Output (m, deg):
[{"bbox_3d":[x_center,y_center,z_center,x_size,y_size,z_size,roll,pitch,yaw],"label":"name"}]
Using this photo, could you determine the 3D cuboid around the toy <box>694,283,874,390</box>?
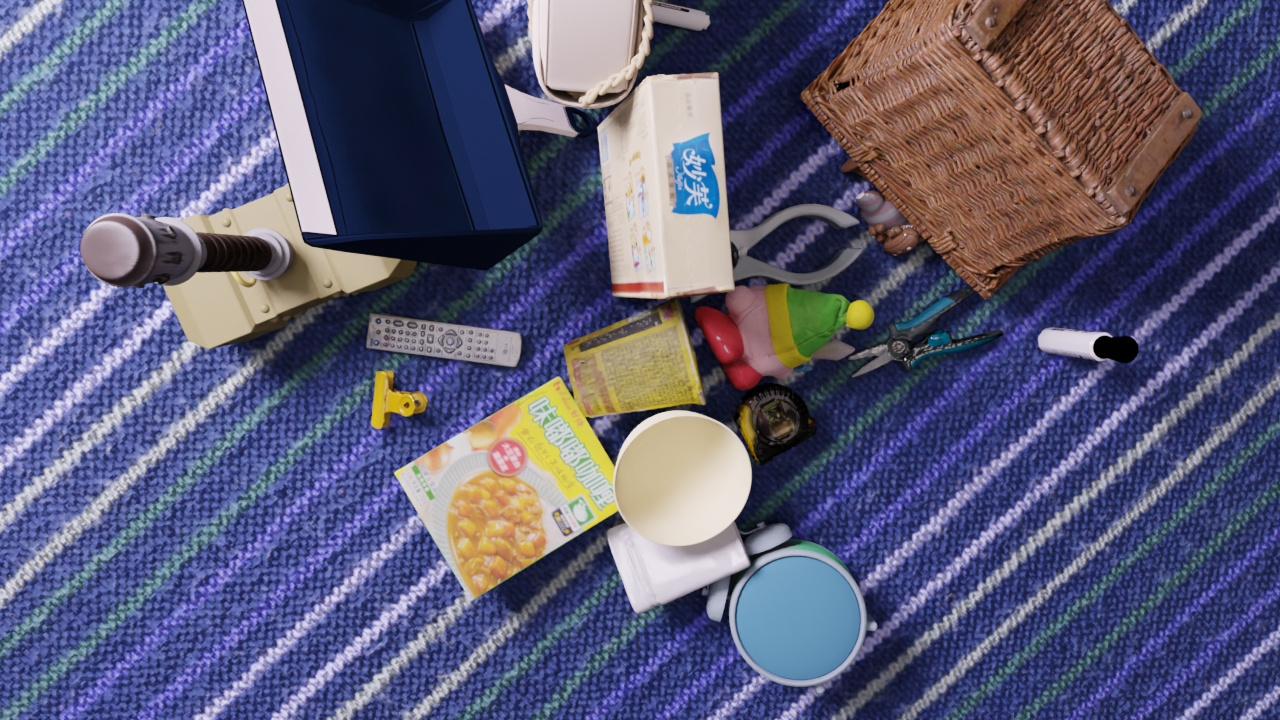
[{"bbox_3d":[0.130,-0.021,0.799,0.131,0.096,0.124,-30,125,1],"label":"toy"}]

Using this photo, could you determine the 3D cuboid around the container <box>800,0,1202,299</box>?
[{"bbox_3d":[0.296,-0.199,0.737,0.250,0.183,0.162,45,74,-9],"label":"container"}]

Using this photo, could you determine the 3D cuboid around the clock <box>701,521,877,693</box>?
[{"bbox_3d":[0.126,0.216,0.840,0.161,0.075,0.122,40,92,5],"label":"clock"}]

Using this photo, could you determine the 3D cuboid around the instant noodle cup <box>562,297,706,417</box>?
[{"bbox_3d":[-0.005,0.005,0.797,0.108,0.102,0.102,-15,96,3],"label":"instant noodle cup"}]

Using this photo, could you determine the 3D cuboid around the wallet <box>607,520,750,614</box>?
[{"bbox_3d":[0.034,0.172,0.828,0.116,0.032,0.086,-21,61,6],"label":"wallet"}]

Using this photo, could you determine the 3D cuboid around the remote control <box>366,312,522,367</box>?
[{"bbox_3d":[-0.174,-0.018,0.819,0.136,0.013,0.033,7,95,-5],"label":"remote control"}]

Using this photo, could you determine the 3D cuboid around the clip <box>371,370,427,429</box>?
[{"bbox_3d":[-0.216,0.037,0.813,0.046,0.035,0.053,7,93,2],"label":"clip"}]

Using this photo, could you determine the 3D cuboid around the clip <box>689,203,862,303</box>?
[{"bbox_3d":[0.120,-0.084,0.830,0.163,0.028,0.108,-5,94,-3],"label":"clip"}]

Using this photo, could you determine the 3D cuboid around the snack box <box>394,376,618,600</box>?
[{"bbox_3d":[-0.111,0.112,0.814,0.168,0.027,0.132,-31,89,-8],"label":"snack box"}]

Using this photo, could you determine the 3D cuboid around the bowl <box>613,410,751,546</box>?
[{"bbox_3d":[0.030,0.092,0.801,0.118,0.074,0.118,-2,105,-8],"label":"bowl"}]

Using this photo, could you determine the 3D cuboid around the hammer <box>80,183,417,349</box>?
[{"bbox_3d":[-0.286,-0.076,0.645,0.190,0.324,0.100,-22,97,0],"label":"hammer"}]

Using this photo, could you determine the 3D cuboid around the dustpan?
[{"bbox_3d":[-0.150,-0.197,0.724,0.080,0.272,0.236,-27,74,32],"label":"dustpan"}]

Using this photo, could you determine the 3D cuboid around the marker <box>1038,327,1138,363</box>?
[{"bbox_3d":[0.394,-0.014,0.809,0.025,0.126,0.025,0,95,-5],"label":"marker"}]

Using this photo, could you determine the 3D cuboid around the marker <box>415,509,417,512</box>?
[{"bbox_3d":[-0.131,0.130,0.834,0.141,0.020,0.020,3,95,-5],"label":"marker"}]

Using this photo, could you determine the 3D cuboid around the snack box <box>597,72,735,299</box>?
[{"bbox_3d":[0.015,-0.127,0.726,0.055,0.207,0.153,-6,96,-12],"label":"snack box"}]

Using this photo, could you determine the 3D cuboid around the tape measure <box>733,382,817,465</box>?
[{"bbox_3d":[0.122,0.053,0.838,0.067,0.038,0.062,-27,97,-1],"label":"tape measure"}]

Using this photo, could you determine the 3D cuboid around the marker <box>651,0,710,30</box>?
[{"bbox_3d":[-0.004,-0.308,0.803,0.133,0.017,0.020,10,68,-5],"label":"marker"}]

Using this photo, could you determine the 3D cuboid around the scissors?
[{"bbox_3d":[0.270,-0.024,0.853,0.149,0.019,0.122,15,95,-4],"label":"scissors"}]

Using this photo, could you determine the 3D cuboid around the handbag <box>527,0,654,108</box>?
[{"bbox_3d":[-0.049,-0.302,0.682,0.103,0.210,0.209,0,112,-8],"label":"handbag"}]

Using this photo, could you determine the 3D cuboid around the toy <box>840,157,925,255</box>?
[{"bbox_3d":[0.220,-0.136,0.827,0.102,0.042,0.054,38,69,-15],"label":"toy"}]
